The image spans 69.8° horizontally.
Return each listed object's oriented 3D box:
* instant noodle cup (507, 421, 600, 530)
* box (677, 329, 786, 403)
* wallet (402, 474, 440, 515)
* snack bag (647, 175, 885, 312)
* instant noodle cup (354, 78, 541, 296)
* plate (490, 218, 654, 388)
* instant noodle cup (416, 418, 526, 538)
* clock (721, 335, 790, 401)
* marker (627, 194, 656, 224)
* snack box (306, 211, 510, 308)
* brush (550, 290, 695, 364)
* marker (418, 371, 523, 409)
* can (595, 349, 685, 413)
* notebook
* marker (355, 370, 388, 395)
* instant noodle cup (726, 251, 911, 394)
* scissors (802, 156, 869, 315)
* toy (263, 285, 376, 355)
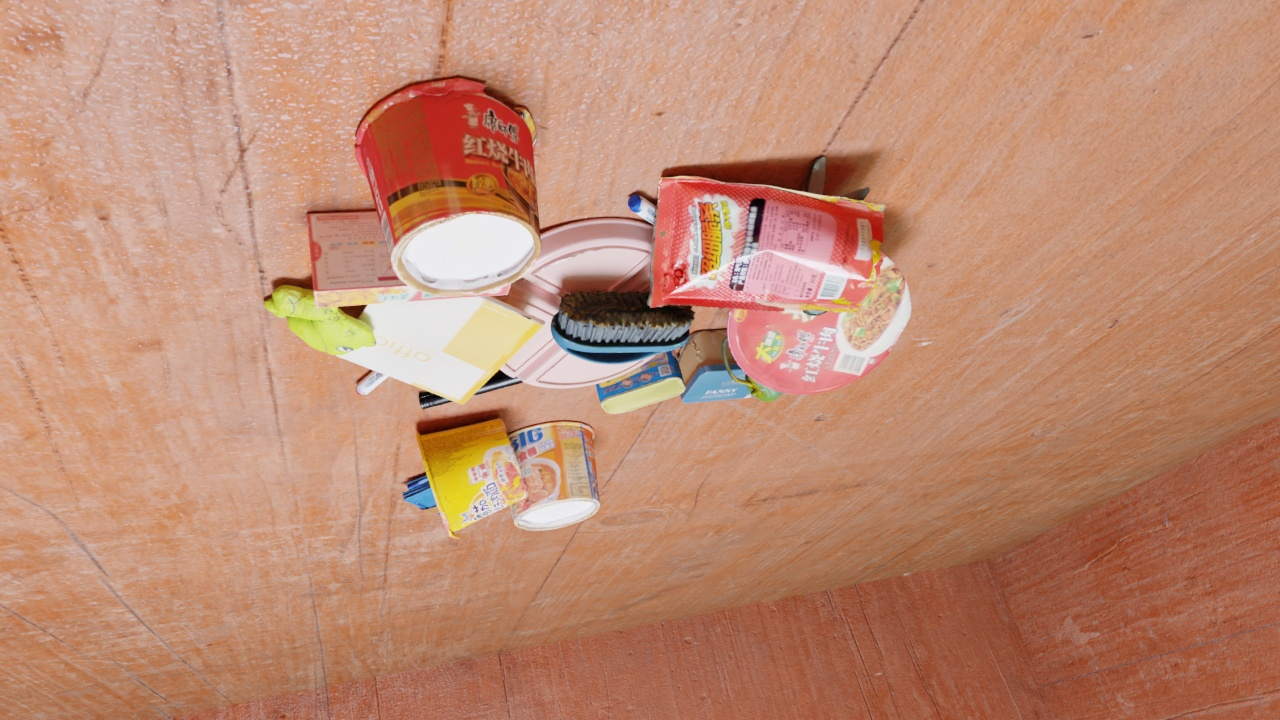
[{"bbox_3d":[-0.126,0.166,1.284,0.151,0.111,0.151,-12,155,-6],"label":"instant noodle cup"},{"bbox_3d":[0.126,0.004,1.141,0.184,0.063,0.090,-7,154,-20],"label":"box"},{"bbox_3d":[-0.275,0.193,1.350,0.106,0.040,0.133,-23,153,8],"label":"wallet"},{"bbox_3d":[0.114,-0.101,0.840,0.208,0.073,0.129,4,117,-5],"label":"snack bag"},{"bbox_3d":[-0.138,-0.119,0.684,0.138,0.108,0.138,-12,155,-6],"label":"instant noodle cup"},{"bbox_3d":[-0.053,-0.047,0.919,0.229,0.028,0.230,-13,142,-11],"label":"plate"},{"bbox_3d":[-0.213,0.142,1.172,0.109,0.138,0.138,-18,156,-13],"label":"instant noodle cup"},{"bbox_3d":[0.169,-0.013,1.070,0.161,0.116,0.056,-8,165,-21],"label":"clock"},{"bbox_3d":[0.034,-0.125,0.874,0.017,0.017,0.145,-28,152,26],"label":"marker"},{"bbox_3d":[-0.190,-0.087,0.758,0.155,0.077,0.027,-5,154,-19],"label":"snack box"},{"bbox_3d":[-0.019,-0.028,0.887,0.143,0.055,0.074,-1,137,-26],"label":"brush"},{"bbox_3d":[-0.195,0.031,1.074,0.132,0.020,0.022,-15,126,4],"label":"marker"},{"bbox_3d":[-0.006,0.006,1.046,0.102,0.083,0.057,-18,155,8],"label":"can"},{"bbox_3d":[-0.200,-0.021,0.888,0.145,0.010,0.207,24,146,-22],"label":"notebook"},{"bbox_3d":[-0.260,0.001,0.977,0.146,0.017,0.017,-33,150,34],"label":"marker"},{"bbox_3d":[0.184,-0.056,0.980,0.194,0.065,0.194,-3,125,-4],"label":"instant noodle cup"},{"bbox_3d":[0.137,-0.110,0.885,0.170,0.019,0.175,-8,126,1],"label":"scissors"},{"bbox_3d":[-0.297,-0.037,0.851,0.096,0.031,0.100,9,151,-3],"label":"toy"}]
